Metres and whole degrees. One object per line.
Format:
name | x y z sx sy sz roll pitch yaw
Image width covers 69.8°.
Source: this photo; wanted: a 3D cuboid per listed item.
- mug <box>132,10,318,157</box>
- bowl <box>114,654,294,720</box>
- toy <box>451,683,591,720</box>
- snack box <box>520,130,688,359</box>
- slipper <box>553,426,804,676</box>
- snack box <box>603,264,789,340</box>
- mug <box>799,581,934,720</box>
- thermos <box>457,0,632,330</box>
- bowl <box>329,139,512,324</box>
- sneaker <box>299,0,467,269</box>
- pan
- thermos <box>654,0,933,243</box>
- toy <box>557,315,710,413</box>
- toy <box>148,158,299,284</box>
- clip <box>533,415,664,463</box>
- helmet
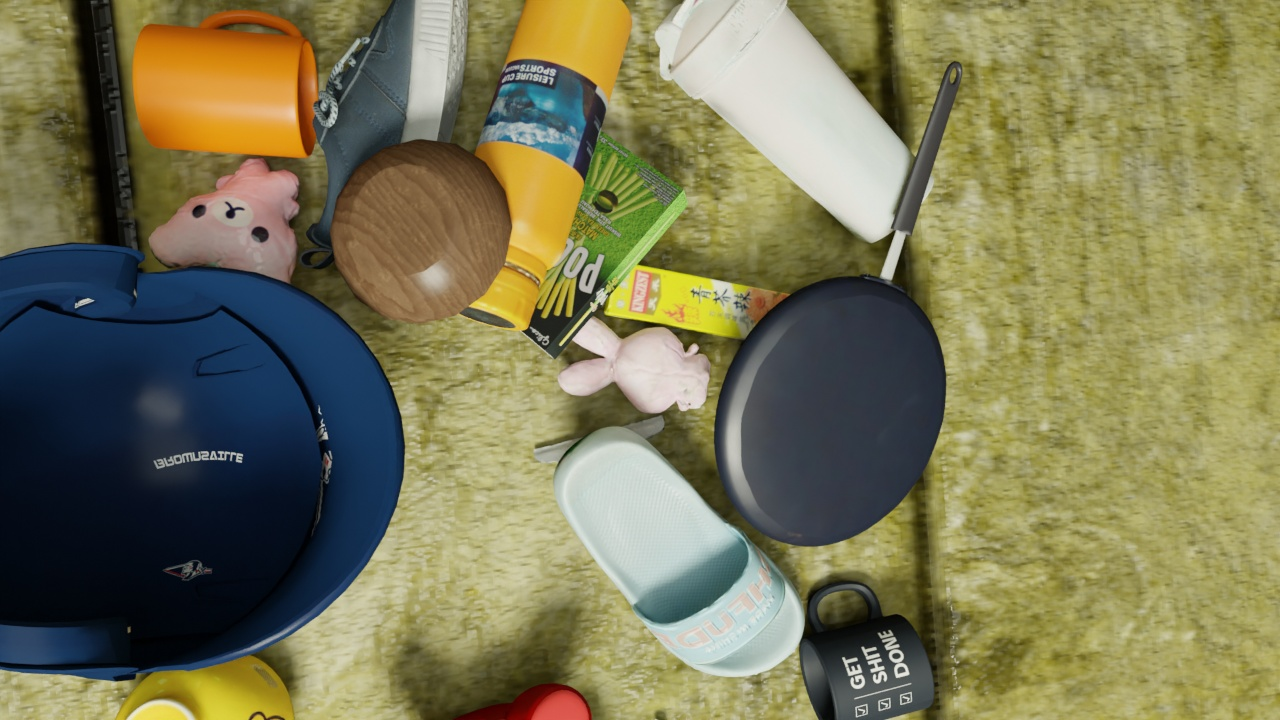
mug | -0.269 -0.192 0.610 0.096 0.078 0.112 2 64 -10
bowl | -0.295 0.250 0.598 0.117 0.068 0.117 -3 71 8
toy | -0.089 0.330 0.620 0.158 0.121 0.197 -16 83 -12
snack box | -0.045 -0.083 0.654 0.080 0.025 0.147 39 85 18
slipper | 0.031 0.148 0.651 0.104 0.074 0.245 -41 113 -3
snack box | 0.048 -0.041 0.687 0.148 0.029 0.040 10 90 -10
mug | 0.166 0.222 0.703 0.077 0.071 0.105 -12 67 -9
thermos | -0.078 -0.139 0.623 0.091 0.076 0.232 10 78 29
bowl | -0.139 -0.083 0.560 0.118 0.030 0.118 -1 85 8
sneaker | -0.173 -0.171 0.619 0.087 0.089 0.235 13 94 -5
pan | 0.166 -0.035 0.644 0.198 0.021 0.356 15 96 -29
thermos | 0.110 -0.181 0.663 0.220 0.099 0.099 42 85 -13
toy | -0.004 0.004 0.672 0.110 0.047 0.063 14 86 -3
toy | -0.268 -0.093 0.620 0.099 0.053 0.095 23 76 2
clip | -0.024 0.078 0.679 0.101 0.040 0.054 -15 82 -8
helmet | -0.274 0.062 0.538 0.272 0.223 0.232 -5 79 0
